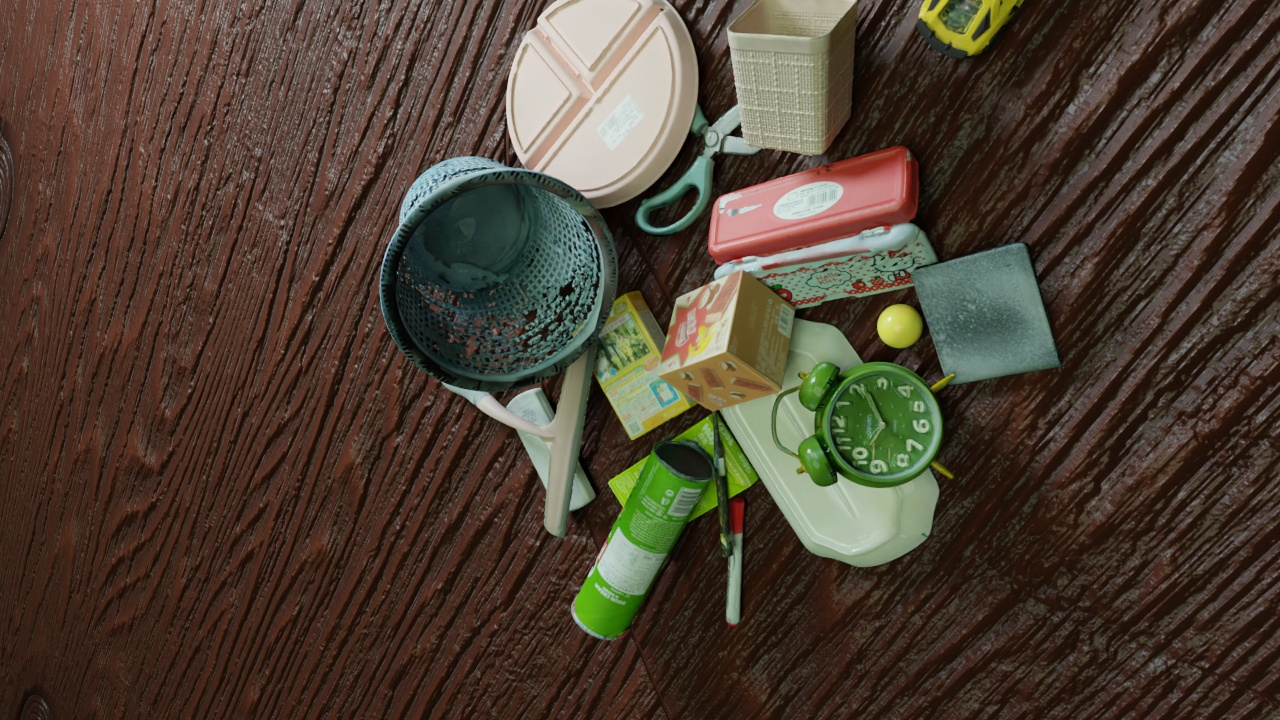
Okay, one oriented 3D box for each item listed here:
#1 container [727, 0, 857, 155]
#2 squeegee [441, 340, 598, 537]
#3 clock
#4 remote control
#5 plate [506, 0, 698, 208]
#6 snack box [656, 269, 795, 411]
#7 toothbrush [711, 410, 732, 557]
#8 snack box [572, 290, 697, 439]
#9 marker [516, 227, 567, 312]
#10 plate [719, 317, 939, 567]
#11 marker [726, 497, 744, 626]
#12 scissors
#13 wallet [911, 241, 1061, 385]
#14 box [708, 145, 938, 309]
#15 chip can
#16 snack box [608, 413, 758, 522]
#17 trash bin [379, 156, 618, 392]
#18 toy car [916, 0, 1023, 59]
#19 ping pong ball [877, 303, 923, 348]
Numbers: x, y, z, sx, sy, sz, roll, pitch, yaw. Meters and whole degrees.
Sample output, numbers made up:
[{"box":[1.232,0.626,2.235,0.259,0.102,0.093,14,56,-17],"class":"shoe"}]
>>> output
[{"box":[0.134,-0.248,0.799,0.090,0.090,0.111,14,137,27],"class":"container"},{"box":[-0.169,0.052,1.070,0.250,0.040,0.248,26,117,34],"class":"squeegee"},{"box":[0.200,0.058,0.830,0.161,0.056,0.116,0,87,10],"class":"clock"},{"box":[-0.105,0.106,1.076,0.058,0.021,0.150,-30,85,39],"class":"remote control"},{"box":[-0.048,-0.271,0.932,0.230,0.028,0.229,1,92,30],"class":"plate"},{"box":[0.082,-0.017,0.872,0.095,0.077,0.092,-21,46,47],"class":"snack box"},{"box":[0.082,0.115,0.941,0.012,0.017,0.186,-7,101,-6],"class":"toothbrush"},{"box":[-0.006,0.006,0.991,0.087,0.033,0.140,-33,85,32],"class":"snack box"},{"box":[-0.110,-0.103,1.034,0.015,0.018,0.124,44,118,10],"class":"marker"},{"box":[0.174,0.085,0.902,0.162,0.034,0.265,-34,83,32],"class":"plate"},{"box":[0.102,0.218,0.986,0.017,0.017,0.145,8,105,29],"class":"marker"},{"box":[0.035,-0.217,0.910,0.171,0.019,0.181,-44,67,26],"class":"scissors"},{"box":[0.299,-0.038,0.792,0.097,0.019,0.121,-13,113,30],"class":"wallet"},{"box":[0.170,-0.113,0.857,0.202,0.100,0.102,-10,58,33],"class":"box"},{"box":[0.001,0.192,0.975,0.072,0.072,0.237,35,118,19],"class":"chip can"},{"box":[0.044,0.130,0.993,0.157,0.026,0.086,-37,83,31],"class":"snack box"},{"box":[-0.158,-0.112,0.936,0.195,0.226,0.227,55,131,55],"class":"trash bin"},{"box":[0.289,-0.318,0.737,0.071,0.041,0.156,44,118,14],"class":"toy car"},{"box":[0.236,-0.031,0.834,0.040,0.040,0.040,7,105,29],"class":"ping pong ball"}]
